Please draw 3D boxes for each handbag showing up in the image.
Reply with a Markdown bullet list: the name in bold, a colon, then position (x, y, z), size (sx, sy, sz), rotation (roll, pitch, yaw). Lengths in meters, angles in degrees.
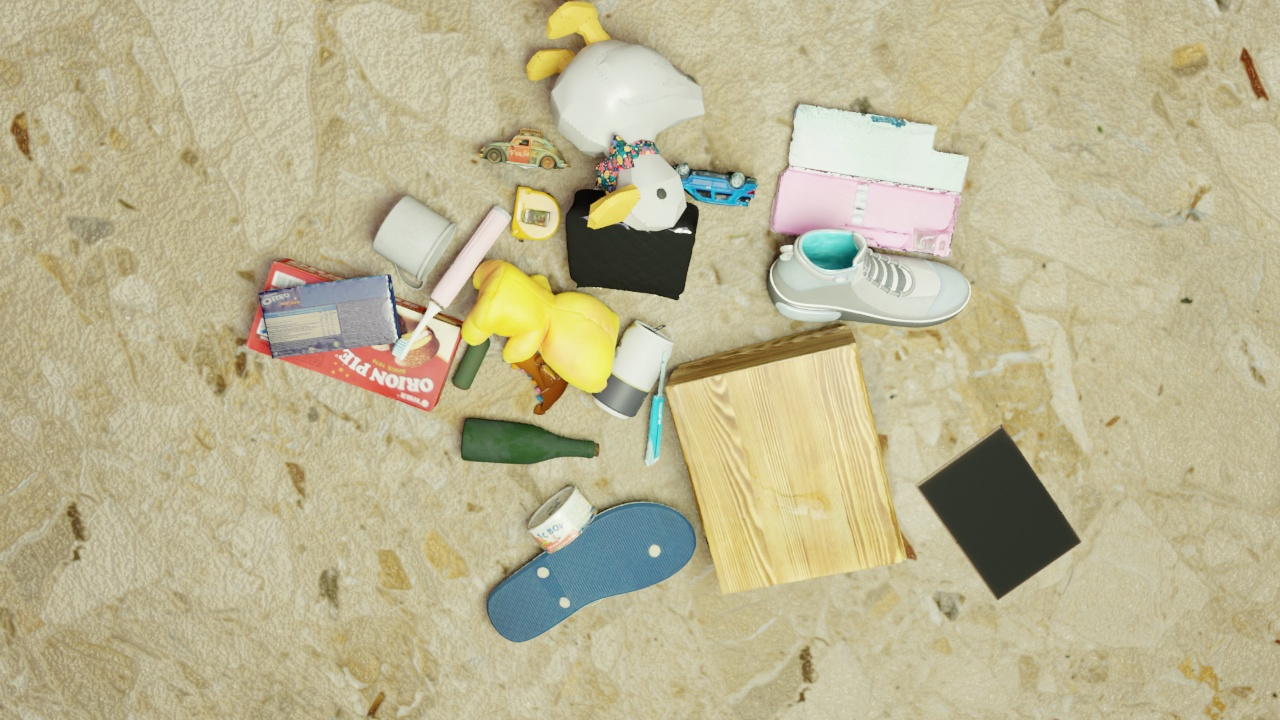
- **handbag**: position (-0.010, -0.146, 1.116), size (0.154, 0.114, 0.125), rotation (6, 127, 1)

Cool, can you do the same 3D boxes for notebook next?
- **notebook**: position (0.490, 0.209, 1.252), size (0.141, 0.008, 0.209), rotation (-37, 101, 4)

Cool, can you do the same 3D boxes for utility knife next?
- **utility knife**: position (0.020, 0.062, 1.163), size (0.022, 0.015, 0.169), rotation (-24, 131, -38)

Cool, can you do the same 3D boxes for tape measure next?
- **tape measure**: position (-0.127, -0.176, 1.127), size (0.059, 0.030, 0.068), rotation (10, 101, -3)

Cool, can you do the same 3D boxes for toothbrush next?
- **toothbrush**: position (-0.226, -0.093, 1.097), size (0.026, 0.027, 0.222), rotation (34, 74, -4)

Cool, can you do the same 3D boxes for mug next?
- **mug**: position (-0.276, -0.138, 1.107), size (0.070, 0.084, 0.113), rotation (33, 129, -7)

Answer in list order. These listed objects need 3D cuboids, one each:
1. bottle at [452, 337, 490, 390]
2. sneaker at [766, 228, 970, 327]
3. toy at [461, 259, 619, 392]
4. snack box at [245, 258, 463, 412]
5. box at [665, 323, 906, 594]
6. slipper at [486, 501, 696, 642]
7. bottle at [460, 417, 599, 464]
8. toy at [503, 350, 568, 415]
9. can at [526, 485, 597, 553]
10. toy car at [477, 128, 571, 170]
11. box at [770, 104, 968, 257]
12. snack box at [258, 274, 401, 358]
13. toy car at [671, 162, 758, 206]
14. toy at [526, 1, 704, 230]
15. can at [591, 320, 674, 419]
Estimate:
- **bottle**: position (-0.206, -0.013, 1.157), size (0.025, 0.025, 0.106), rotation (25, 99, -8)
- **sneaker**: position (0.287, -0.106, 1.096), size (0.256, 0.160, 0.093), rotation (3, 75, -2)
- **toy**: position (-0.110, -0.053, 1.099), size (0.193, 0.134, 0.088), rotation (26, 140, -17)
- **snack box**: position (-0.345, -0.031, 1.127), size (0.236, 0.060, 0.113), rotation (20, 98, -7)
- **box**: position (0.173, 0.120, 1.152), size (0.247, 0.175, 0.279), rotation (-14, 102, 10)
- **slipper**: position (-0.068, 0.271, 1.207), size (0.295, 0.060, 0.118), rotation (-30, 98, 5)
- **bottle**: position (-0.139, 0.107, 1.171), size (0.174, 0.055, 0.055), rotation (5, 101, -6)
- **toy**: position (-0.136, 0.019, 1.165), size (0.090, 0.070, 0.103), rotation (30, 121, 4)
- **can**: position (-0.102, 0.203, 1.176), size (0.086, 0.086, 0.043), rotation (-39, 101, 4)
- **toy car**: position (-0.138, -0.255, 1.102), size (0.112, 0.047, 0.047), rotation (5, 101, -6)
- **box**: position (0.286, -0.222, 1.141), size (0.230, 0.035, 0.159), rotation (8, 100, -5)
- **snack box**: position (-0.363, -0.052, 1.077), size (0.150, 0.027, 0.082), rotation (-7, 99, -4)
- **toy car**: position (0.083, -0.214, 1.120), size (0.120, 0.056, 0.043), rotation (9, 101, -7)
- **toy**: position (-0.016, -0.272, 1.043), size (0.246, 0.141, 0.267), rotation (-32, 82, -35)
- **can**: position (-0.007, 0.007, 1.153), size (0.064, 0.064, 0.127), rotation (29, 98, -9)
